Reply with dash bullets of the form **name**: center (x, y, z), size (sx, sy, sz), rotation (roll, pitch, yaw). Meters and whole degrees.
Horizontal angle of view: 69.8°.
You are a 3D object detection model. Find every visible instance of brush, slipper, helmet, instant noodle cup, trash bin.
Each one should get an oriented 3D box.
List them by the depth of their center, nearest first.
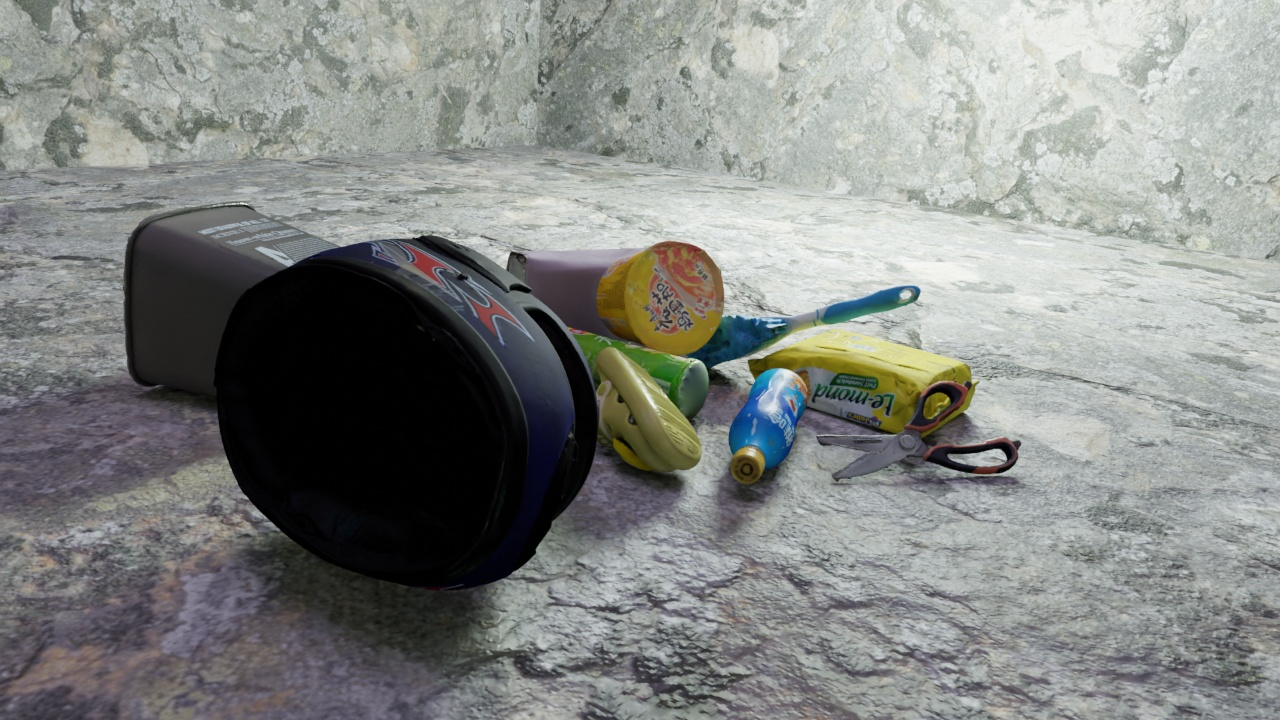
- **helmet**: center (-0.149, 0.039, 0.708), size (0.316, 0.247, 0.240), rotation (25, 10, 29)
- **slipper**: center (-0.007, 0.060, 0.932), size (0.091, 0.082, 0.190), rotation (35, 13, -35)
- **trash bin**: center (-0.405, -0.051, 1.006), size (0.220, 0.199, 0.198), rotation (16, 21, 16)
- **instant noodle cup**: center (0.017, -0.076, 1.127), size (0.137, 0.138, 0.110), rotation (-6, 6, -28)
- **brush**: center (0.180, -0.044, 1.138), size (0.315, 0.060, 0.109), rotation (-16, -5, 35)

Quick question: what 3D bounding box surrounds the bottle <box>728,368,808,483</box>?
- **bottle**: center (0.127, 0.068, 0.941), size (0.065, 0.065, 0.218), rotation (9, 20, 15)

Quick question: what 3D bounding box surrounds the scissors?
- **scissors**: center (0.292, 0.080, 0.951), size (0.190, 0.015, 0.221), rotation (30, 55, 11)

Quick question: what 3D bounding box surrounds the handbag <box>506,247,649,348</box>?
- **handbag**: center (-0.073, -0.075, 1.202), size (0.196, 0.145, 0.098), rotation (-4, 23, -25)

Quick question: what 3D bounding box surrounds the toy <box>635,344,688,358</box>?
- **toy**: center (-0.007, 0.007, 1.139), size (0.108, 0.039, 0.083), rotation (19, 44, 35)

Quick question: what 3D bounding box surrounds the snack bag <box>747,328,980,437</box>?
- **snack bag**: center (0.273, 0.019, 1.116), size (0.247, 0.068, 0.157), rotation (17, 22, 37)

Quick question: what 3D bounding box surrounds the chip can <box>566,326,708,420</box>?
- **chip can**: center (-0.027, 0.011, 1.067), size (0.221, 0.073, 0.072), rotation (16, 22, 31)
